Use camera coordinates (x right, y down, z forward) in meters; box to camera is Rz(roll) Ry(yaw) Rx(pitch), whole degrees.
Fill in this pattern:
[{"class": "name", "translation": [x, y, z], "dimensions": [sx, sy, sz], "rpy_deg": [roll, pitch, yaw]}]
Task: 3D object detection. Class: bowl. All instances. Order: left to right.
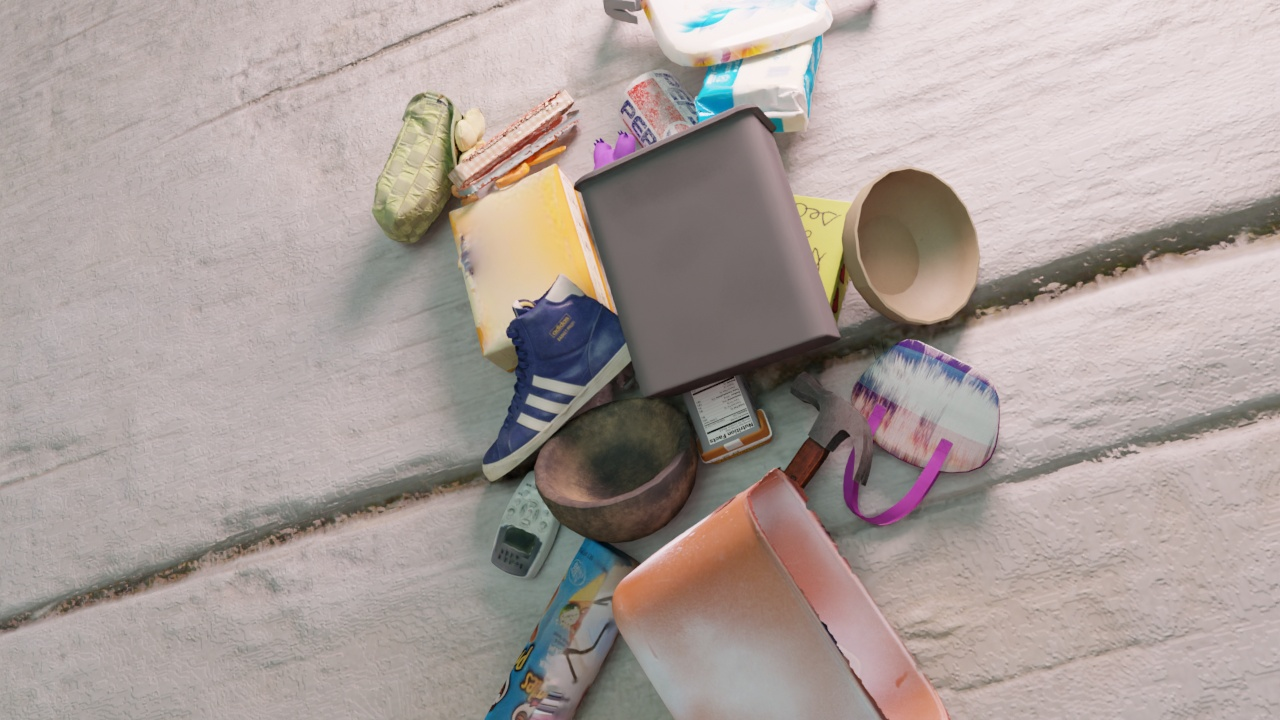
[{"class": "bowl", "translation": [-0.018, 0.113, 0.905], "dimensions": [0.162, 0.070, 0.162], "rpy_deg": [-15, 32, 9]}, {"class": "bowl", "translation": [0.253, -0.107, 0.889], "dimensions": [0.152, 0.051, 0.152], "rpy_deg": [3, 82, -25]}]

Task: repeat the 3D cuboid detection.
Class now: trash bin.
[{"class": "trash bin", "translation": [0.063, -0.096, 0.868], "dimensions": [0.192, 0.097, 0.219], "rpy_deg": [-20, 82, 20]}, {"class": "trash bin", "translation": [0.113, 0.242, 0.755], "dimensions": [0.158, 0.181, 0.259], "rpy_deg": [-35, 82, 17]}]

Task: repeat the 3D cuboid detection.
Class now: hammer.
[{"class": "hammer", "translation": [0.110, -0.423, 1.056], "dimensions": [0.324, 0.029, 0.126], "rpy_deg": [5, 38, 17]}, {"class": "hammer", "translation": [0.112, 0.163, 0.875], "dimensions": [0.111, 0.028, 0.301], "rpy_deg": [39, 97, 40]}]

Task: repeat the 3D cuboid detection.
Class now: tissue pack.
[{"class": "tissue pack", "translation": [0.130, -0.307, 0.982], "dimensions": [0.117, 0.066, 0.208], "rpy_deg": [1, 46, 19]}]

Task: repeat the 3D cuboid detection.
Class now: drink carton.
[{"class": "drink carton", "translation": [0.079, 0.036, 0.936], "dimensions": [0.076, 0.048, 0.124], "rpy_deg": [-24, 67, 11]}]

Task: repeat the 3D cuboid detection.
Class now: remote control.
[{"class": "remote control", "translation": [-0.117, 0.173, 0.975], "dimensions": [0.060, 0.028, 0.114], "rpy_deg": [19, 81, 25]}]

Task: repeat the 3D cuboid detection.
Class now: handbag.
[{"class": "handbag", "translation": [-0.245, -0.224, 1.113], "dimensions": [0.117, 0.113, 0.186], "rpy_deg": [22, 85, 11]}, {"class": "handbag", "translation": [0.249, 0.074, 0.861], "dimensions": [0.144, 0.068, 0.170], "rpy_deg": [30, 92, 26]}]

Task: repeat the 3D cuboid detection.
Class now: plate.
[{"class": "plate", "translation": [0.100, -0.392, 0.994], "dimensions": [0.187, 0.016, 0.186], "rpy_deg": [-15, 53, -2]}]

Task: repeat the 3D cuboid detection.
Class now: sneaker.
[{"class": "sneaker", "translation": [-0.120, 0.014, 0.951], "dimensions": [0.233, 0.091, 0.118], "rpy_deg": [-41, 102, 19]}]

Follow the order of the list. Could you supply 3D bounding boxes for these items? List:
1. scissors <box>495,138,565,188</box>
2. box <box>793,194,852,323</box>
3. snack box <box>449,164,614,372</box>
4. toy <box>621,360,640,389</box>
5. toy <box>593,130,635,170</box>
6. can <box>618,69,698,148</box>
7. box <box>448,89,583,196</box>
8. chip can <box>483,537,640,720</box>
[{"class": "scissors", "translation": [-0.137, -0.235, 1.091], "dimensions": [0.130, 0.011, 0.125], "rpy_deg": [-4, 33, 43]}, {"class": "box", "translation": [0.108, -0.111, 0.956], "dimensions": [0.221, 0.082, 0.124], "rpy_deg": [13, 79, 25]}, {"class": "snack box", "translation": [-0.128, -0.107, 1.039], "dimensions": [0.145, 0.080, 0.195], "rpy_deg": [-22, 67, 12]}, {"class": "toy", "translation": [-0.006, 0.006, 0.972], "dimensions": [0.049, 0.030, 0.111], "rpy_deg": [-47, 33, 1]}, {"class": "toy", "translation": [-0.028, -0.206, 1.048], "dimensions": [0.106, 0.056, 0.088], "rpy_deg": [3, 74, 59]}, {"class": "can", "translation": [0.038, -0.255, 1.028], "dimensions": [0.078, 0.078, 0.136], "rpy_deg": [-35, 65, 6]}, {"class": "box", "translation": [-0.149, -0.258, 1.074], "dimensions": [0.060, 0.058, 0.186], "rpy_deg": [34, 63, 29]}, {"class": "chip can", "translation": [-0.076, 0.289, 0.899], "dimensions": [0.080, 0.080, 0.229], "rpy_deg": [26, 84, 25]}]
